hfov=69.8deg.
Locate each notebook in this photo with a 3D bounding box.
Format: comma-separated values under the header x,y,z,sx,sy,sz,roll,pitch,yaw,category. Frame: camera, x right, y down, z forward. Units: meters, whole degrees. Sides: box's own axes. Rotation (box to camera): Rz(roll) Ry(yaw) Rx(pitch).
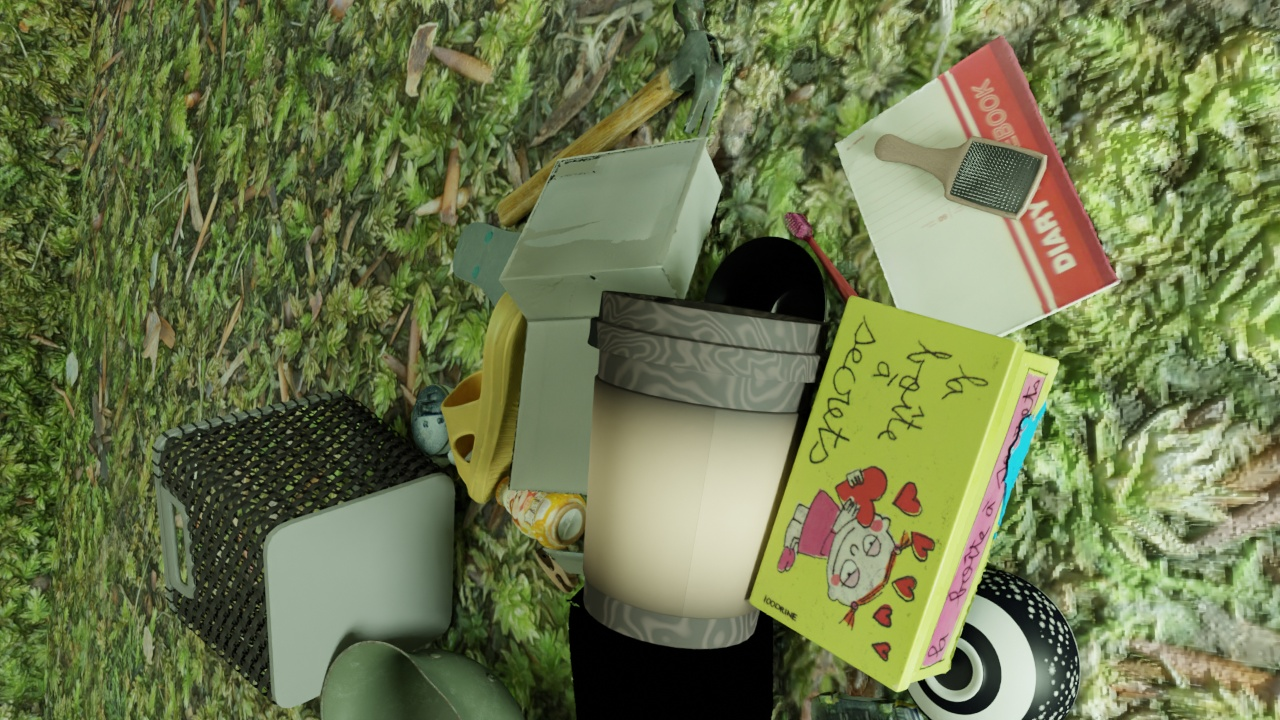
x,y,z,sx,sy,sz,roll,pitch,yaw,category
0.241,-0.116,0.688,0.153,0.012,0.208,-31,65,37,notebook

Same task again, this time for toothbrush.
x,y,z,sx,sy,sz,roll,pitch,yaw,category
0.168,-0.052,0.747,0.016,0.016,0.189,-45,57,29,toothbrush

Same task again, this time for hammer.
x,y,z,sx,sy,sz,roll,pitch,yaw,category
-0.044,-0.229,0.962,0.332,0.033,0.132,-29,67,39,hammer

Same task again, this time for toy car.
x,y,z,sx,sy,sz,roll,pitch,yaw,category
0.173,0.277,0.692,0.106,0.033,0.048,-21,74,54,toy car

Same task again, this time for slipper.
x,y,z,sx,sy,sz,roll,pitch,yaw,category
-0.158,0.039,0.936,0.078,0.099,0.264,20,125,8,slipper
-0.138,-0.101,1.031,0.269,0.054,0.098,37,108,52,slipper

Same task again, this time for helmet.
x,y,z,sx,sy,sz,roll,pitch,yaw,category
-0.210,0.399,0.951,0.268,0.153,0.227,39,107,22,helmet

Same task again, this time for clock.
x,y,z,sx,sy,sz,roll,pitch,yaw,category
-0.227,0.085,1.079,0.083,0.057,0.117,-7,80,42,clock

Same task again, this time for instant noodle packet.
x,y,z,sx,sy,sz,roll,pitch,yaw,category
0.025,0.303,0.782,0.163,0.084,0.222,6,106,29,instant noodle packet

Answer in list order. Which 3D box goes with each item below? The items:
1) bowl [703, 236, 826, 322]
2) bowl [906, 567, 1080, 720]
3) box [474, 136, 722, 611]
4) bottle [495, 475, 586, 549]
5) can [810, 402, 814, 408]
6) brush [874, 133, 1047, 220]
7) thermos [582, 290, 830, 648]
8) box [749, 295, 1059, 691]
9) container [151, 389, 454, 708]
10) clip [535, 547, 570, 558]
x,y,z,sx,sy,sz,roll,pitch,yaw,category
0.116,-0.038,0.769,0.124,0.052,0.124,-7,81,43,bowl
0.226,0.205,0.626,0.120,0.066,0.120,-7,81,43,bowl
-0.041,-0.004,0.792,0.166,0.108,0.417,-1,65,29,box
-0.105,0.152,0.951,0.109,0.063,0.063,17,97,45,bottle
0.178,0.086,0.681,0.128,0.073,0.127,-7,81,43,can
0.229,-0.146,0.683,0.136,0.015,0.050,30,104,41,brush
0.037,0.073,0.662,0.173,0.172,0.226,14,99,44,thermos
0.166,0.079,0.589,0.124,0.079,0.221,26,104,43,box
-0.377,0.207,1.055,0.244,0.244,0.248,23,116,39,container
-0.081,0.207,0.950,0.061,0.025,0.045,46,117,29,clip
